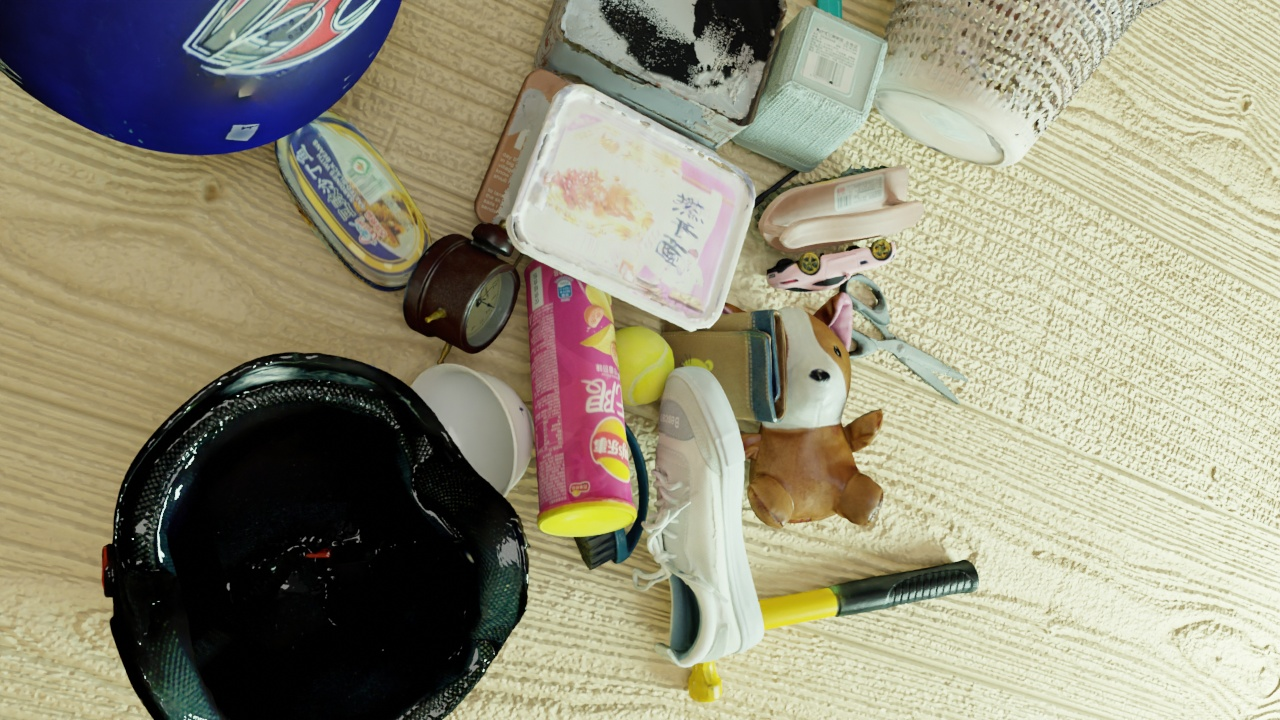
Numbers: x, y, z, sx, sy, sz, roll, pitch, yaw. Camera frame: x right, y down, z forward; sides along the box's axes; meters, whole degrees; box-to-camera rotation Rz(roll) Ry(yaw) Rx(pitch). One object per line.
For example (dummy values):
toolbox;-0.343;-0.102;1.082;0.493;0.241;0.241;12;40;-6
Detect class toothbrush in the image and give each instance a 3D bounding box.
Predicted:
toothbrush;0.105;-0.147;0.819;0.180;0.016;0.018;-40;96;-14

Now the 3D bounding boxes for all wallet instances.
wallet;0.066;0.005;0.758;0.033;0.115;0.090;-5;94;-47

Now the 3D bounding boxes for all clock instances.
clock;-0.128;-0.058;0.704;0.055;0.082;0.121;27;59;17

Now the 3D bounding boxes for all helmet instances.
helmet;-0.218;0.132;0.604;0.232;0.231;0.275;-18;97;-32
helmet;-0.265;-0.277;0.579;0.240;0.248;0.314;38;69;-19

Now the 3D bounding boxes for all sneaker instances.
sneaker;0.032;0.127;0.730;0.090;0.090;0.242;-13;99;-26

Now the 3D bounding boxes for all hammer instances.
hammer;0.176;0.220;0.839;0.300;0.033;0.129;-5;93;-18

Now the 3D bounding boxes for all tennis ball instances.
tennis ball;-0.005;0.004;0.758;0.065;0.065;0.065;0;91;-19

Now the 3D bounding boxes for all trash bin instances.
trash bin;0.307;-0.286;0.795;0.227;0.227;0.192;28;94;-17

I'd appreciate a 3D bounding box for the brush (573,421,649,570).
brush;-0.030;0.096;0.756;0.073;0.055;0.144;-15;95;-17

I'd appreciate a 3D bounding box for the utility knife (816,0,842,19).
utility knife;0.174;-0.339;0.842;0.029;0.013;0.151;-1;89;-21

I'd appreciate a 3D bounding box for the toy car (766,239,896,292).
toy car;0.172;-0.083;0.820;0.122;0.056;0.037;-13;95;-15

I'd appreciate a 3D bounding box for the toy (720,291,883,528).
toy;0.135;0.042;0.783;0.140;0.130;0.199;-2;82;-8

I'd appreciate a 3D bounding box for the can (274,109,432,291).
can;-0.216;-0.119;0.695;0.074;0.049;0.148;-38;102;-14

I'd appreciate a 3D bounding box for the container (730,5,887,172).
container;0.141;-0.228;0.771;0.090;0.112;0.089;20;78;-11

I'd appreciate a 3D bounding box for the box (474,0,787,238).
box;-0.007;-0.202;0.746;0.178;0.105;0.260;22;78;-18

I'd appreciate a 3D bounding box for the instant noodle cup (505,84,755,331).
instant noodle cup;-0.011;-0.108;0.687;0.173;0.060;0.137;24;73;-21

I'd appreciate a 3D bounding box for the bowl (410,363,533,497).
bowl;-0.122;0.056;0.713;0.064;0.118;0.118;-14;96;-55

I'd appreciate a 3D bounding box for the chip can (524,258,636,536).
chip can;-0.048;0.022;0.695;0.071;0.072;0.210;3;63;-19

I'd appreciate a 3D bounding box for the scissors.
scissors;0.245;-0.018;0.869;0.168;0.014;0.156;-11;95;-18

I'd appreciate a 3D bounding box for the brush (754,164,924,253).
brush;0.171;-0.129;0.805;0.145;0.073;0.063;-13;123;-17
